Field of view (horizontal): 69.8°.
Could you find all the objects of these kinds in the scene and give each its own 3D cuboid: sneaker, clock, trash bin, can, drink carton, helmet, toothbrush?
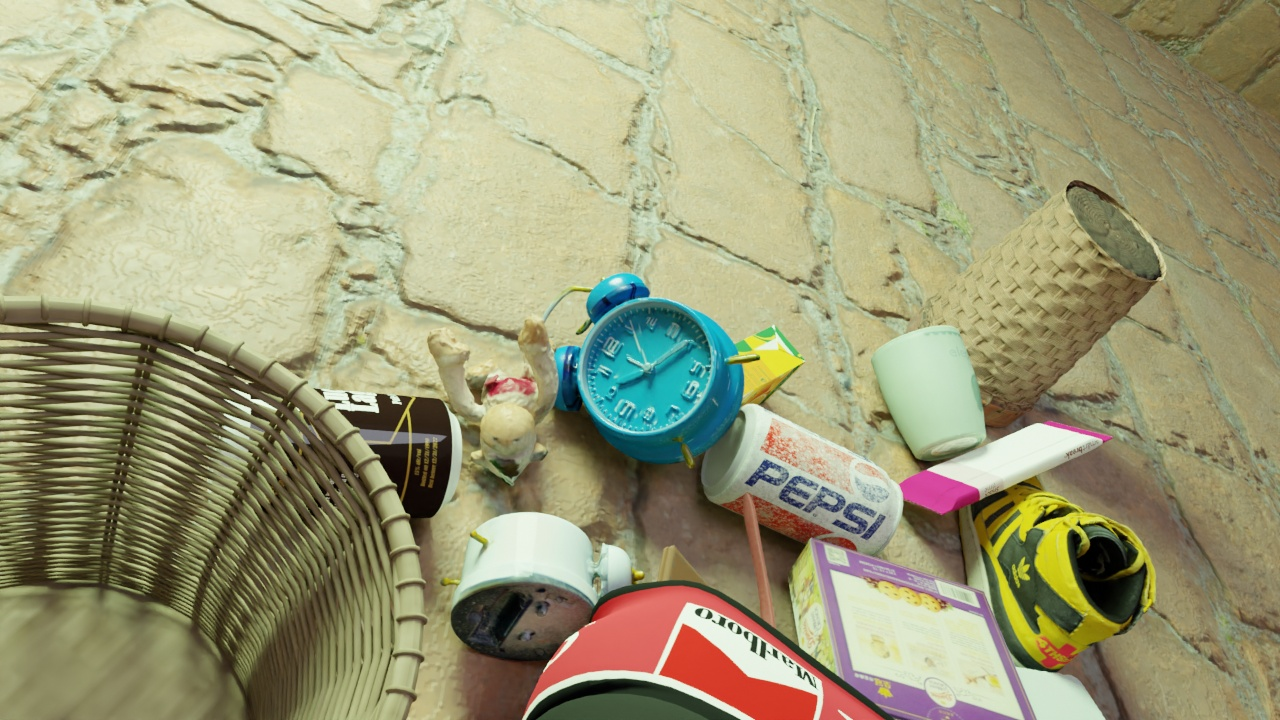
[{"bbox_3d":[0.340,0.142,0.761,0.086,0.122,0.237,29,43,-12],"label":"sneaker"},{"bbox_3d":[-0.052,0.135,0.528,0.117,0.083,0.057,19,39,-19],"label":"clock"},{"bbox_3d":[0.386,-0.051,0.896,0.151,0.211,0.151,19,46,-21],"label":"trash bin"},{"bbox_3d":[0.120,0.093,0.684,0.136,0.078,0.078,26,43,-13],"label":"can"},{"bbox_3d":[0.070,0.020,0.728,0.122,0.058,0.041,-23,69,-44],"label":"drink carton"},{"bbox_3d":[0.038,0.257,0.392,0.271,0.198,0.224,40,34,2],"label":"helmet"},{"bbox_3d":[-0.004,0.004,0.654,0.161,0.116,0.060,27,-5,21],"label":"clock"},{"bbox_3d":[-0.172,0.053,0.523,0.128,0.072,0.071,7,51,-30],"label":"can"},{"bbox_3d":[0.085,0.177,0.604,0.015,0.015,0.184,9,63,-35],"label":"toothbrush"}]

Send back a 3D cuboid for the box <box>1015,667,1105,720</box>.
[{"bbox_3d":[0.243,0.249,0.652,0.198,0.071,0.085,12,61,-21],"label":"box"}]

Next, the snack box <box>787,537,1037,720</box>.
[{"bbox_3d":[0.178,0.197,0.607,0.143,0.041,0.147,19,29,-9],"label":"snack box"}]

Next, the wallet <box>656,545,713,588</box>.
[{"bbox_3d":[0.043,0.182,0.562,0.121,0.013,0.087,52,34,-29],"label":"wallet"}]

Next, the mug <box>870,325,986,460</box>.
[{"bbox_3d":[0.274,0.037,0.848,0.111,0.084,0.104,27,44,-56],"label":"mug"}]

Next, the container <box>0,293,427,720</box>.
[{"bbox_3d":[-0.217,0.124,0.335,0.226,0.197,0.226,19,45,-20],"label":"container"}]

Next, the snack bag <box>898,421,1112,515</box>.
[{"bbox_3d":[0.311,0.091,0.794,0.196,0.070,0.016,-18,107,-22],"label":"snack bag"}]

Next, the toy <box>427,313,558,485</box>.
[{"bbox_3d":[-0.095,0.030,0.607,0.085,0.074,0.106,-5,74,1],"label":"toy"}]
